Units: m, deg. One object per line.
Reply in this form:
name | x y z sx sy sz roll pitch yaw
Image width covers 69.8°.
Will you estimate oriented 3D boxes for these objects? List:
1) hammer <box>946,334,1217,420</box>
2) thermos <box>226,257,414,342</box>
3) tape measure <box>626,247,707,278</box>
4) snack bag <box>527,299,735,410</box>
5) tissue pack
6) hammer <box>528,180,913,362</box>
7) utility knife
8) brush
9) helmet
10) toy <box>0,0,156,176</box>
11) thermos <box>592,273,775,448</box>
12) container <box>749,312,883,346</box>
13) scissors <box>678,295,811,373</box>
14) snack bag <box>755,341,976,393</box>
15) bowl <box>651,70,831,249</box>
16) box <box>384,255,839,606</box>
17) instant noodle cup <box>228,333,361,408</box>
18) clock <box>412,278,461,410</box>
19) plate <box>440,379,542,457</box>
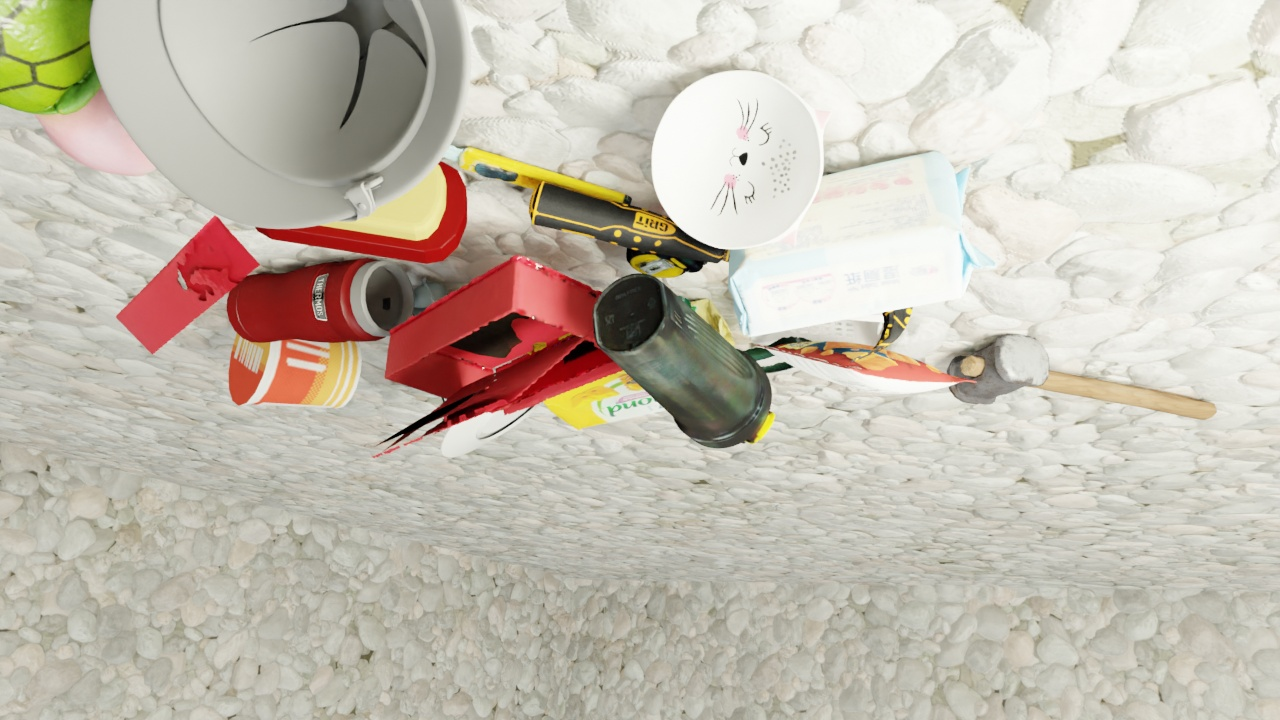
hammer | 0.494 0.031 0.998 0.328 0.052 0.098 9 160 -16
thermos | -0.333 -0.059 0.978 0.199 0.084 0.108 -2 177 29
tape measure | 0.018 -0.095 0.820 0.061 0.034 0.061 -8 155 40
snack bag | -0.006 0.006 1.001 0.247 0.068 0.159 -13 158 12
tissue pack | 0.149 -0.083 0.652 0.182 0.111 0.070 -9 129 15
hammer | 0.067 -0.085 0.738 0.320 0.123 0.036 14 163 -4
utility knife | -0.112 -0.154 0.738 0.224 0.019 0.031 16 149 -16
brush | -0.226 -0.132 0.731 0.173 0.082 0.042 9 160 -4
helmet | -0.183 -0.187 0.530 0.272 0.117 0.183 -13 121 34
toy | -0.396 -0.205 0.583 0.190 0.087 0.238 -12 154 2
thermos | 0.043 0.007 0.797 0.098 0.098 0.221 -4 154 29
container | 0.171 -0.048 0.873 0.129 0.049 0.081 5 160 6
scissors | 0.078 -0.009 0.888 0.204 0.015 0.202 -2 150 3
snack bag | 0.197 0.005 0.818 0.144 0.039 0.131 5 -173 -29
bowl | 0.069 -0.134 0.617 0.115 0.115 0.050 -1 -169 22
box | -0.024 0.101 0.907 0.215 0.170 0.478 -21 111 41
instant noodle cup | -0.423 0.004 1.135 0.121 0.123 0.124 15 160 -42
clock | -0.213 -0.018 0.995 0.045 0.122 0.160 -19 144 -15
plate | -0.147 0.049 1.084 0.015 0.208 0.209 49 163 11
